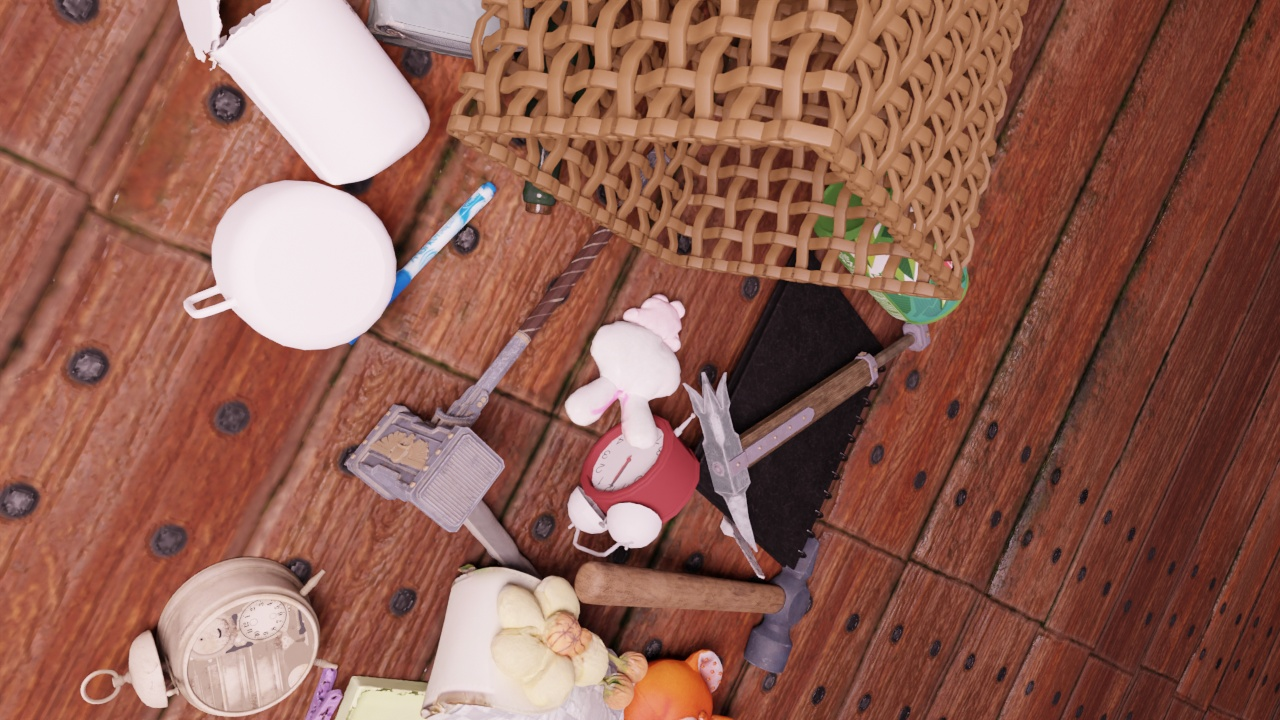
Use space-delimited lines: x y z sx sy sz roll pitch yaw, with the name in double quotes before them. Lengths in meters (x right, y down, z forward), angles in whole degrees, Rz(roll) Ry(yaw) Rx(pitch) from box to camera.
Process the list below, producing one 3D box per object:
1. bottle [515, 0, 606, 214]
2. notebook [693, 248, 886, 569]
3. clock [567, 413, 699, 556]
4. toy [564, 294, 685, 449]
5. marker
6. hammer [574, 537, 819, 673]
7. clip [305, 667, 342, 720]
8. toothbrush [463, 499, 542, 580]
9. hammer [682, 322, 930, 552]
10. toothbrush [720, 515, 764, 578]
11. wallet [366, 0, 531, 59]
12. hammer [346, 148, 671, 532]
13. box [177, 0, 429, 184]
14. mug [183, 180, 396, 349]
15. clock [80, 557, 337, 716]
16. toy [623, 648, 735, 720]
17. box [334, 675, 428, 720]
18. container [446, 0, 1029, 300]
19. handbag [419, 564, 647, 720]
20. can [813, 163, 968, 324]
"bottle" -0.057 -0.183 0.602 0.055 0.055 0.174 0 104 -35
"notebook" 0.136 0.044 0.796 0.169 0.019 0.231 44 64 -35
"clock" -0.006 0.093 0.696 0.124 0.087 0.044 -54 126 -23
"toy" -0.004 0.004 0.695 0.076 0.037 0.125 27 65 -9
"marker" -0.144 -0.065 0.601 0.141 0.013 0.013 -49 125 -14
"hammer" 0.056 0.191 0.759 0.321 0.040 0.129 23 87 -51
"clip" -0.219 0.232 0.634 0.014 0.045 0.051 13 138 -36
"toothbrush" -0.091 0.162 0.699 0.024 0.022 0.186 -23 123 10
"hammer" 0.165 0.030 0.785 0.315 0.028 0.147 -27 108 -39
"toothbrush" 0.080 0.150 0.731 0.010 0.181 0.010 18 93 -3
"wallet" -0.113 -0.250 0.545 0.100 0.054 0.132 0 101 -37
"hammer" -0.066 -0.036 0.631 0.321 0.099 0.044 -54 126 -20
"box" -0.193 -0.168 0.497 0.091 0.081 0.160 -40 121 -10
"mug" -0.203 -0.052 0.528 0.115 0.068 0.094 -28 118 -26
"clock" -0.262 0.179 0.563 0.140 0.055 0.093 -13 110 -34
"toy" 0.017 0.336 0.780 0.163 0.093 0.172 -1 103 -34
"box" -0.142 0.306 0.683 0.187 0.061 0.133 19 53 -38
"container" 0.074 -0.182 0.534 0.251 0.220 0.214 21 81 -56
"handbag" -0.064 0.230 0.665 0.171 0.124 0.112 45 34 -33
"can" 0.222 -0.099 0.803 0.144 0.083 0.083 38 81 -36
